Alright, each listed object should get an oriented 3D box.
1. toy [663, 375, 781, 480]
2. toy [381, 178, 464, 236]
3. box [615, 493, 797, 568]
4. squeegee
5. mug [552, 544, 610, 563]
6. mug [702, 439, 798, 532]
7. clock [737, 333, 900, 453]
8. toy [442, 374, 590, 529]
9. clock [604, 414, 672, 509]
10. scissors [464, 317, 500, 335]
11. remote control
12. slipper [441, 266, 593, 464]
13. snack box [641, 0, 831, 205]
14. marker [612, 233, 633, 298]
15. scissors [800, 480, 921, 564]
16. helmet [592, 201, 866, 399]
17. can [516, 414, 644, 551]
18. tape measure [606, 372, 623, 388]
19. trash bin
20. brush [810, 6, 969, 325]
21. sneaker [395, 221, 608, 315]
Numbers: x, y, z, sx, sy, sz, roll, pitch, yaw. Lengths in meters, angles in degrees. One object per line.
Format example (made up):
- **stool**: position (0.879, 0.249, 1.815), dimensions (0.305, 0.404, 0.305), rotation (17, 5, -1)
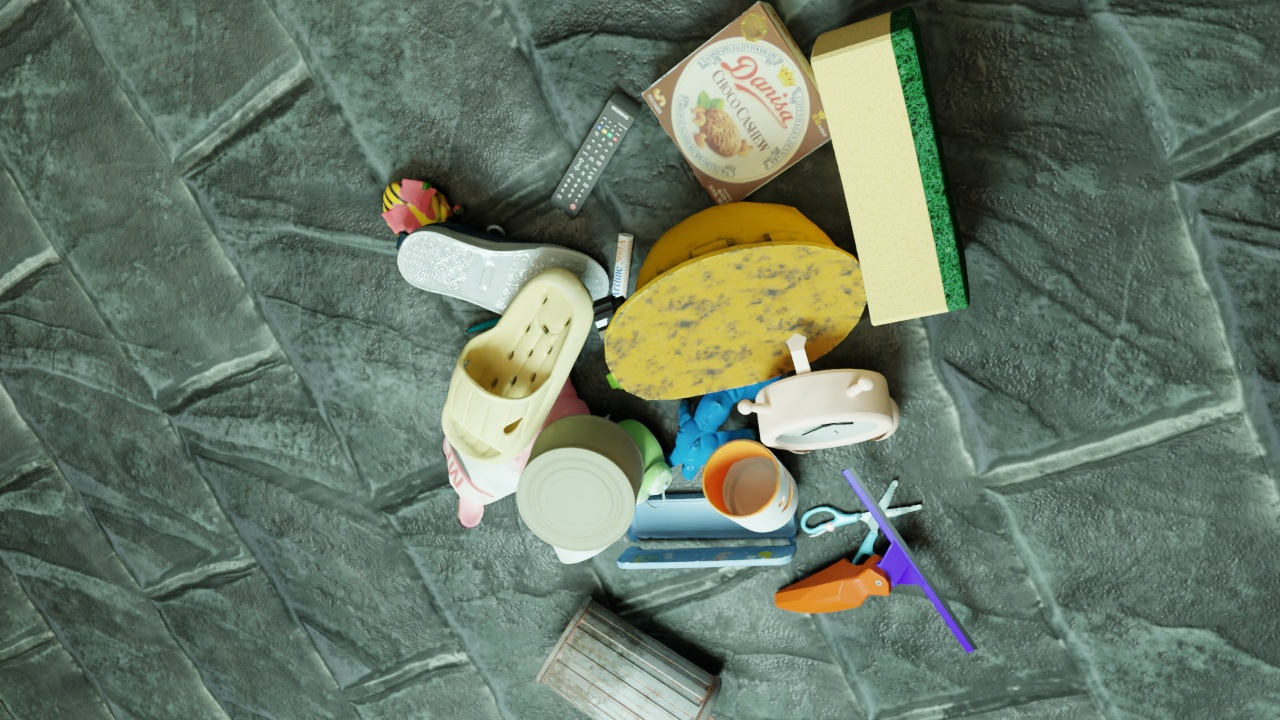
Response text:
- **toy**: position (0.067, 0.064, 1.008), dimensions (0.113, 0.070, 0.177), rotation (27, 116, -5)
- **toy**: position (-0.253, -0.168, 1.044), dimensions (0.103, 0.046, 0.084), rotation (20, 128, 16)
- **box**: position (0.072, 0.201, 1.051), dimensions (0.211, 0.078, 0.072), rotation (-5, 111, 21)
- **squeegee**: position (0.224, 0.250, 1.021), dimensions (0.185, 0.055, 0.249), rotation (-28, 101, 41)
- **mug**: position (-0.072, 0.178, 1.078), dimensions (0.112, 0.078, 0.097), rotation (-8, 110, 57)
- **mug**: position (0.119, 0.136, 0.978), dimensions (0.082, 0.105, 0.082), rotation (-7, 69, 19)
- **clock**: position (0.184, 0.042, 0.924), dimensions (0.131, 0.160, 0.086), rotation (-13, 63, 23)
- **toy**: position (-0.154, 0.094, 1.079), dimensions (0.214, 0.084, 0.142), rotation (-38, 65, 22)
- **clock**: position (-0.009, 0.116, 1.045), dimensions (0.119, 0.042, 0.095), rotation (59, 148, 4)
- **scissors**: position (-0.143, -0.038, 1.067), dimensions (0.149, 0.019, 0.131), rotation (27, 116, 9)
- **remote control**: position (-0.049, -0.214, 0.971), dimensions (0.033, 0.015, 0.147), rotation (37, 117, 3)
- **slipper**: position (-0.141, 0.017, 0.963), dimensions (0.111, 0.079, 0.262), rotation (42, 116, 12)
- **snack box**: position (0.101, -0.245, 0.894), dimensions (0.147, 0.041, 0.143), rotation (-32, 96, 26)
- **marker**: position (-0.024, -0.068, 1.016), dimensions (0.017, 0.017, 0.146), rotation (13, 113, 14)
- **scissors**: position (0.254, 0.193, 1.021), dimensions (0.139, 0.015, 0.120), rotation (-17, 103, 29)
- **helmet**: position (0.081, -0.077, 0.904), dimensions (0.256, 0.131, 0.205), rotation (-20, 141, 10)
- **can**: position (-0.063, 0.130, 0.970), dimensions (0.128, 0.073, 0.128), rotation (3, 113, 6)
- **tape measure**: position (-0.006, 0.006, 1.012), dimensions (0.059, 0.065, 0.036), rotation (-25, 92, 18)
- **trash bin**: position (-0.008, 0.398, 1.122), dimensions (0.211, 0.130, 0.131), rotation (32, 116, 7)
- **brush**: position (0.222, -0.167, 0.795), dimensions (0.075, 0.194, 0.250), rotation (-11, 105, 22)
- **sneaker**: position (-0.153, -0.102, 1.014), dimensions (0.235, 0.087, 0.089), rotation (13, 107, -10)
